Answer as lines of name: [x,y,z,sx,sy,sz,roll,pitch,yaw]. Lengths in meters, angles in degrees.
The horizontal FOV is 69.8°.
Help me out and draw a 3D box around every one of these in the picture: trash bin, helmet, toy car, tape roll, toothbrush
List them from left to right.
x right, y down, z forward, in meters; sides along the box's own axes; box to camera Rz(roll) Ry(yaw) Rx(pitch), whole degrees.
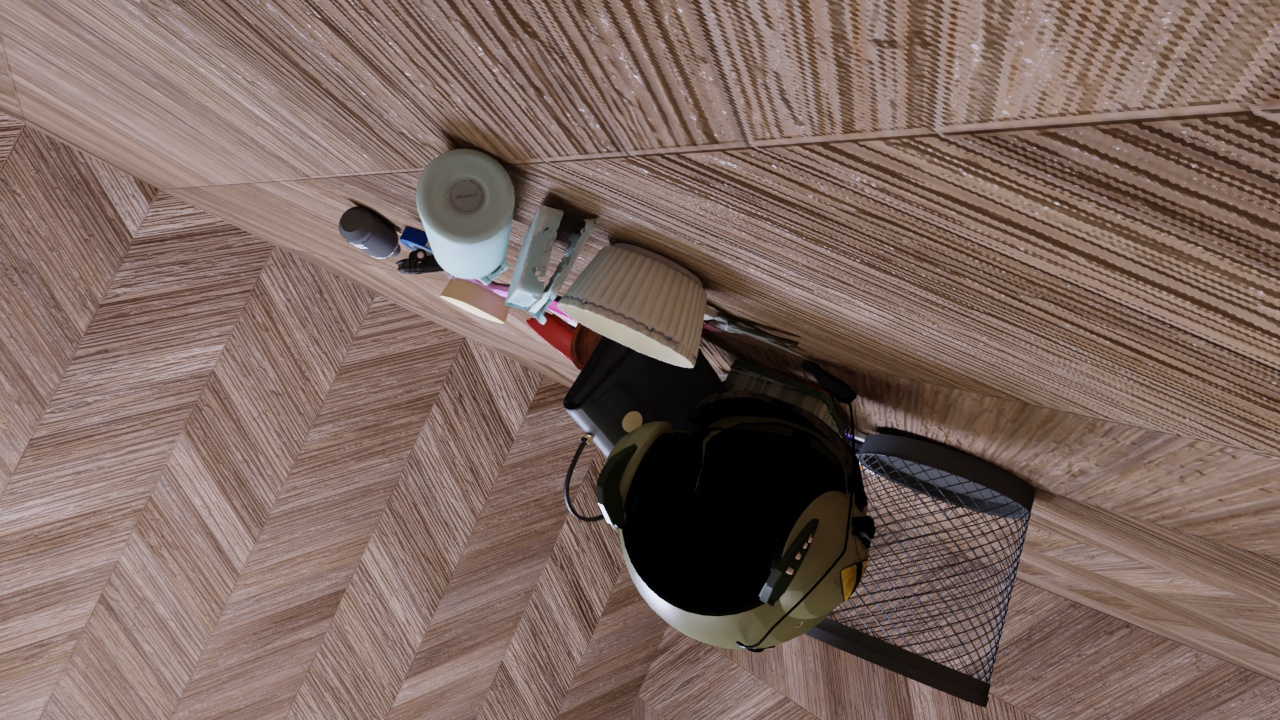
tape roll: [-0.250,-0.135,1.131,0.093,0.016,0.091,18,172,45]
toy car: [-0.229,-0.110,1.045,0.092,0.037,0.040,-9,-174,-22]
helmet: [0.097,0.131,0.835,0.250,0.255,0.233,20,169,30]
toothbrush: [0.251,0.086,1.110,0.187,0.015,0.016,22,172,18]
trash bin: [0.299,0.221,1.001,0.218,0.227,0.218,21,170,4]

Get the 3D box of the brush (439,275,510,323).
brush: [-0.208,-0.086,1.279,0.089,0.043,0.229,28,173,-31]

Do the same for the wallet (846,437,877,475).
wallet: [0.262,0.110,1.174,0.118,0.037,0.115,26,175,17]

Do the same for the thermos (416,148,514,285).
thermos: [-0.132,-0.105,0.702,0.078,0.065,0.207,48,172,-5]

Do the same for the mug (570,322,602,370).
mug: [-0.006,0.006,1.004,0.111,0.082,0.117,24,-144,-42]

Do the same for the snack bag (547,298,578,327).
snack bag: [-0.076,-0.049,1.211,0.070,0.016,0.196,23,174,27]

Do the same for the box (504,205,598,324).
box: [-0.080,-0.072,0.730,0.067,0.083,0.199,43,171,-8]

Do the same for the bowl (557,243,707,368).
bowl: [0.001,-0.046,0.706,0.115,0.062,0.115,24,174,2]

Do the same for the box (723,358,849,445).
box: [0.167,0.066,1.032,0.118,0.050,0.205,18,167,26]

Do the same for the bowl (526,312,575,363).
bowl: [-0.101,-0.030,1.277,0.122,0.035,0.122,39,-178,-2]

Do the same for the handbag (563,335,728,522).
handbag: [-0.007,0.075,0.915,0.072,0.195,0.176,18,151,50]

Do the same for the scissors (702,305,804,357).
scissors: [0.039,-0.045,0.793,0.179,0.015,0.199,28,172,-33]

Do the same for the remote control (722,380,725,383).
remote control: [0.087,0.038,1.057,0.028,0.012,0.124,18,-154,40]

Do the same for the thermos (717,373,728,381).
thermos: [0.129,0.085,1.209,0.099,0.099,0.220,22,170,24]

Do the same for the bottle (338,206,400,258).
bottle: [-0.333,-0.155,1.146,0.047,0.047,0.112,23,174,15]
